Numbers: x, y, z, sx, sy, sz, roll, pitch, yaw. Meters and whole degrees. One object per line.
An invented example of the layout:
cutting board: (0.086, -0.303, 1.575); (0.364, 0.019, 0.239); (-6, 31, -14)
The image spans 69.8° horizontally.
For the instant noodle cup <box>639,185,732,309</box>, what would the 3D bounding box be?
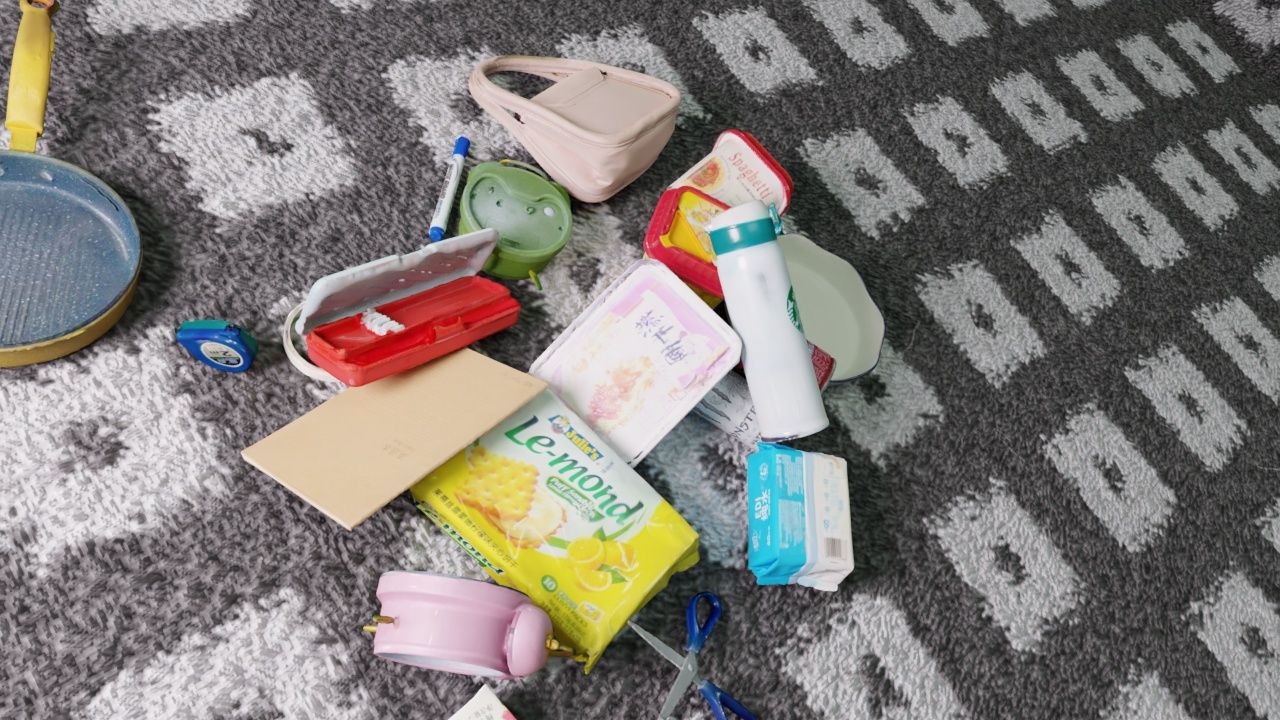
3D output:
instant noodle cup: (0.048, -0.099, 0.970); (0.116, 0.124, 0.116); (25, 52, -8)

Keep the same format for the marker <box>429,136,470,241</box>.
marker: (-0.202, -0.183, 0.974); (0.017, 0.017, 0.145); (17, 53, -15)

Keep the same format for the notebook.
notebook: (-0.201, 0.050, 0.770); (0.150, 0.012, 0.210); (21, 42, 34)

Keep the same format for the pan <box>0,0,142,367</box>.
pan: (-0.520, -0.161, 0.765); (0.197, 0.078, 0.356); (3, 58, -25)

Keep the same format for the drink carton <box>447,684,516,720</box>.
drink carton: (-0.096, 0.308, 0.682); (0.122, 0.046, 0.053); (46, 57, 8)

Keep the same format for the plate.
plate: (0.185, -0.054, 1.059); (0.204, 0.046, 0.204); (13, 55, -19)

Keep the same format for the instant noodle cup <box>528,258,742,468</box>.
instant noodle cup: (-0.005, 0.005, 0.877); (0.138, 0.060, 0.173); (44, 85, 7)

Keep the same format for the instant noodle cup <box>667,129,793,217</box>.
instant noodle cup: (0.092, -0.184, 1.064); (0.124, 0.117, 0.116); (-35, 78, -25)

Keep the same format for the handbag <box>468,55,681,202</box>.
handbag: (-0.088, -0.294, 1.062); (0.234, 0.094, 0.192); (30, 41, 9)

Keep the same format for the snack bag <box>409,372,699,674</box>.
snack bag: (-0.080, 0.134, 0.791); (0.246, 0.068, 0.157); (43, 51, 6)

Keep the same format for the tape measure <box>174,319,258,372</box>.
tape measure: (-0.349, -0.014, 0.766); (0.058, 0.054, 0.025); (1, 56, 13)

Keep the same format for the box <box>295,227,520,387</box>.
box: (-0.203, -0.062, 0.820); (0.095, 0.098, 0.200); (29, 36, 30)

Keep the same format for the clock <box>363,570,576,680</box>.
clock: (-0.125, 0.205, 0.694); (0.158, 0.117, 0.059); (14, 64, -15)

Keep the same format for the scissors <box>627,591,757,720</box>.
scissors: (0.049, 0.261, 0.771); (0.162, 0.012, 0.173); (55, 28, -6)

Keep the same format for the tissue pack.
tissue pack: (0.151, 0.150, 0.890); (0.090, 0.063, 0.139); (11, 65, -21)

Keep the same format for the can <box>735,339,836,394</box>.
can: (0.145, 0.000, 0.945); (0.094, 0.067, 0.066); (33, 51, -6)

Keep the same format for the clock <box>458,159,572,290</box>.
clock: (-0.132, -0.153, 0.962); (0.116, 0.056, 0.160); (18, 53, -15)

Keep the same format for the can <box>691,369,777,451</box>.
can: (0.081, 0.035, 0.940); (0.146, 0.058, 0.058); (32, 51, -4)

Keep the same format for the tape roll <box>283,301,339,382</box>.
tape roll: (-0.278, -0.020, 0.831); (0.085, 0.014, 0.085); (12, 54, -18)

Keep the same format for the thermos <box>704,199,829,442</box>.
thermos: (0.122, -0.039, 0.872); (0.073, 0.073, 0.224); (-18, 95, -34)
